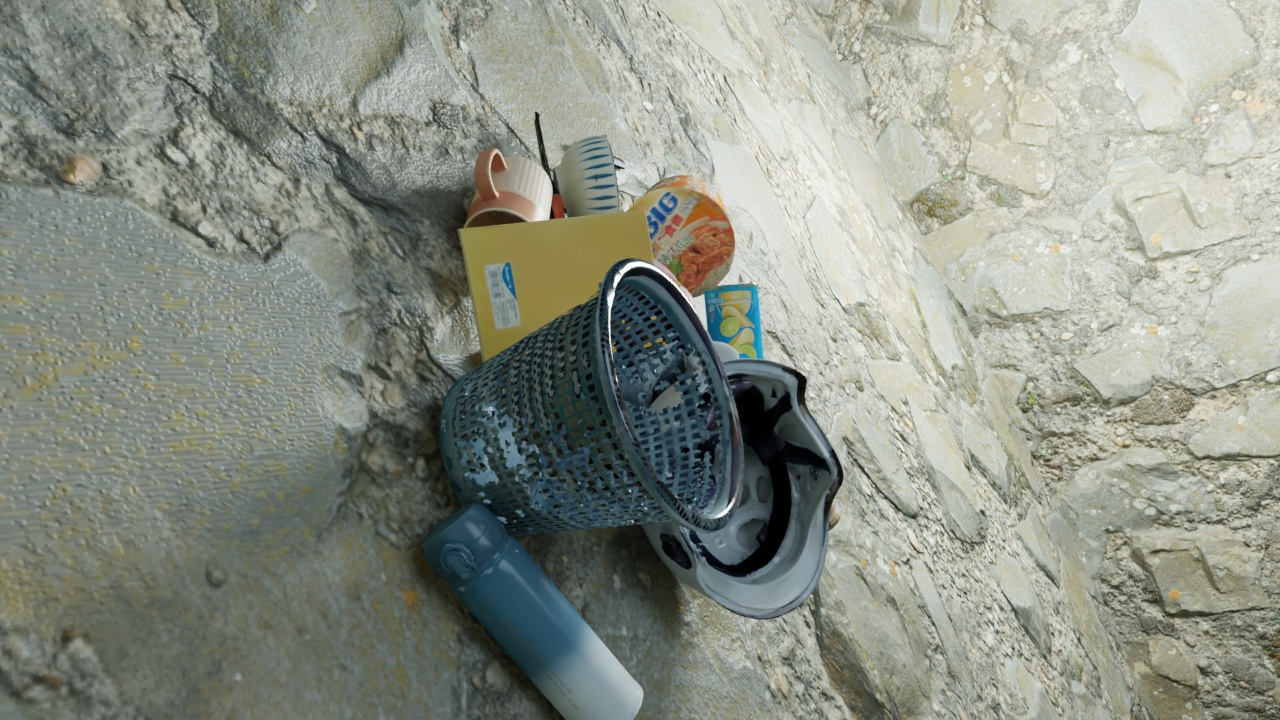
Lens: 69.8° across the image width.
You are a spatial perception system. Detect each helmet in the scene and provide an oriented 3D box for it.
[{"bbox_3d":[0.082,0.130,0.959,0.228,0.146,0.259,-26,102,-34],"label":"helmet"}]

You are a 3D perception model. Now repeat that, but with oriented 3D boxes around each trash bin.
[{"bbox_3d":[-0.049,0.053,0.768,0.226,0.195,0.226,43,37,-44],"label":"trash bin"}]

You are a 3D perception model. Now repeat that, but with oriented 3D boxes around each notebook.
[{"bbox_3d":[-0.070,-0.068,0.900,0.205,0.010,0.146,-12,95,-32],"label":"notebook"}]

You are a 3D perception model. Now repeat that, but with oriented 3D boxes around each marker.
[{"bbox_3d":[-0.054,-0.280,1.256,0.124,0.015,0.018,3,66,-59],"label":"marker"}]

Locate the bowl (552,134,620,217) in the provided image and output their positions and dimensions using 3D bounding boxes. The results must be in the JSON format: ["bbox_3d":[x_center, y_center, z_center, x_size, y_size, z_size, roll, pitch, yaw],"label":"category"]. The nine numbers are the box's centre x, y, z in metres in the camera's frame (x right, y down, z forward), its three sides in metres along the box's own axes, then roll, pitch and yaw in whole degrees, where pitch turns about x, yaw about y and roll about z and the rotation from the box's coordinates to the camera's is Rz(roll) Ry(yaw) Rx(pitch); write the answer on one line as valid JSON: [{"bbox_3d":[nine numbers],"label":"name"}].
[{"bbox_3d":[-0.066,-0.203,1.080,0.116,0.066,0.116,170,-89,-82],"label":"bowl"}]

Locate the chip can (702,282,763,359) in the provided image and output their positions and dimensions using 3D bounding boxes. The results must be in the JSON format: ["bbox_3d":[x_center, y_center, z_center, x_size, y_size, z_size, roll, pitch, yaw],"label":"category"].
[{"bbox_3d":[0.121,0.010,1.144,0.071,0.071,0.210,-9,95,-59],"label":"chip can"}]

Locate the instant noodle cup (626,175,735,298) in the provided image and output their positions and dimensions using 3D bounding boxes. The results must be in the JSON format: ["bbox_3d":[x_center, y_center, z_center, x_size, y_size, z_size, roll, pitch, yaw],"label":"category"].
[{"bbox_3d":[0.051,-0.169,1.199,0.151,0.152,0.111,51,23,-18],"label":"instant noodle cup"}]

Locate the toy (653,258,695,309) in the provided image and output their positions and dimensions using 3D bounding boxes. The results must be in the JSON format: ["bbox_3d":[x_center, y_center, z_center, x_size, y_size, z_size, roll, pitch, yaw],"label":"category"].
[{"bbox_3d":[-0.001,-0.100,1.081,0.121,0.054,0.159,22,11,-45],"label":"toy"}]

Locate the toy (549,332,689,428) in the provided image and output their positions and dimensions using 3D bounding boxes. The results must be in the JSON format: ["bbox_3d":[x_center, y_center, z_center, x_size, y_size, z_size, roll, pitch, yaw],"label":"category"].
[{"bbox_3d":[-0.006,0.006,1.019,0.355,0.091,0.138,-15,106,-59],"label":"toy"}]

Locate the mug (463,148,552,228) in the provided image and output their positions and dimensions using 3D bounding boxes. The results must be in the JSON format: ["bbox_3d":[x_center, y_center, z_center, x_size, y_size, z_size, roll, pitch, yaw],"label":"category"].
[{"bbox_3d":[-0.139,-0.160,0.934,0.105,0.082,0.115,-87,162,-47],"label":"mug"}]

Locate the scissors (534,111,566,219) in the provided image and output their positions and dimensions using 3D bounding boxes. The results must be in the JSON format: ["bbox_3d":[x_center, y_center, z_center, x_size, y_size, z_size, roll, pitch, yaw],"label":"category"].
[{"bbox_3d":[-0.102,-0.200,1.044,0.193,0.015,0.206,-131,-148,-75],"label":"scissors"}]

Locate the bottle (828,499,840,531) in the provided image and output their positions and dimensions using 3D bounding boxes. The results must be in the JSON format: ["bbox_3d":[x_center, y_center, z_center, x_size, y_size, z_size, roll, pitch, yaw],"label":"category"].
[{"bbox_3d":[0.184,0.136,1.217,0.218,0.065,0.065,55,30,-11],"label":"bottle"}]

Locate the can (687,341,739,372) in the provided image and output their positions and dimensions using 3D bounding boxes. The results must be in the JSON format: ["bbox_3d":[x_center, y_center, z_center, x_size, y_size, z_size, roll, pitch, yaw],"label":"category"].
[{"bbox_3d":[0.082,0.051,1.057,0.058,0.058,0.147,-73,166,-52],"label":"can"}]

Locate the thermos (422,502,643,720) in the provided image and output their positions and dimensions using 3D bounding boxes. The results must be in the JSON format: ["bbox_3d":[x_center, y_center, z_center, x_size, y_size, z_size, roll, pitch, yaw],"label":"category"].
[{"bbox_3d":[-0.086,0.208,0.727,0.220,0.070,0.070,53,30,-14],"label":"thermos"}]
